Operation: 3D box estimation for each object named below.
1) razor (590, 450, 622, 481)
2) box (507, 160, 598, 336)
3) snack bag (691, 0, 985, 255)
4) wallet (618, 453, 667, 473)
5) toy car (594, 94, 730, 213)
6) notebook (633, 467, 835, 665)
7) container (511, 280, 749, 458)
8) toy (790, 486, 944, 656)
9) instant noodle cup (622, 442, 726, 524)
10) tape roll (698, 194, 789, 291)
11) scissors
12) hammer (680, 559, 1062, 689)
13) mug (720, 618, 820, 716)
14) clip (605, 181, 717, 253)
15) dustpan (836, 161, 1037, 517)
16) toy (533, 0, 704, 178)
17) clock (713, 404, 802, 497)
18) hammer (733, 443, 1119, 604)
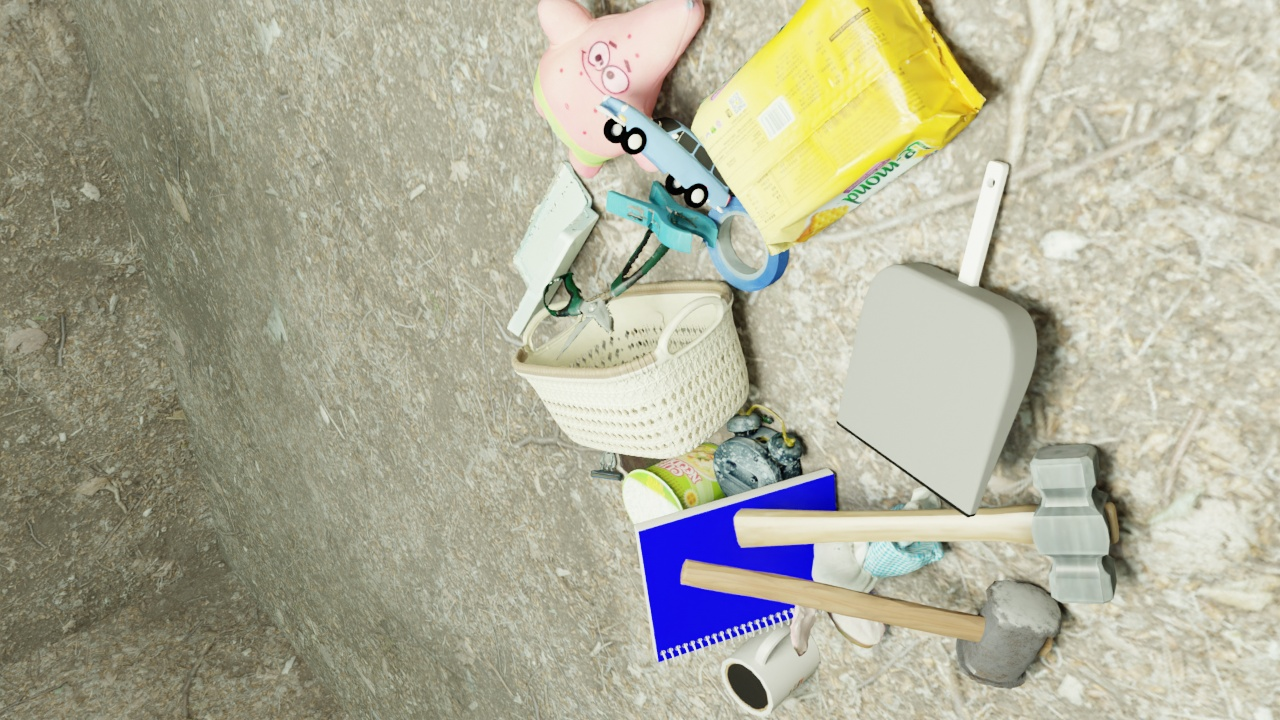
[{"bbox_3d":[-0.040,0.093,1.180,0.042,0.022,0.144,8,120,5],"label":"razor"},{"bbox_3d":[-0.115,-0.128,1.092,0.198,0.075,0.125,-52,52,49],"label":"box"},{"bbox_3d":[0.144,-0.202,0.745,0.248,0.068,0.159,-36,83,52],"label":"snack bag"},{"bbox_3d":[0.009,0.112,1.122,0.120,0.031,0.099,30,133,49],"label":"wallet"},{"bbox_3d":[0.025,-0.193,0.840,0.153,0.055,0.056,34,-172,-34],"label":"toy car"},{"bbox_3d":[0.105,0.214,0.940,0.022,0.209,0.172,-131,30,-63],"label":"notebook"},{"bbox_3d":[-0.006,0.006,0.963,0.247,0.184,0.143,4,125,51],"label":"container"},{"bbox_3d":[0.213,0.187,0.889,0.105,0.130,0.206,59,135,39],"label":"toy"},{"bbox_3d":[0.051,0.145,1.031,0.099,0.107,0.099,28,131,37],"label":"instant noodle cup"},{"bbox_3d":[0.102,-0.114,0.888,0.093,0.016,0.092,45,139,22],"label":"tape roll"},{"bbox_3d":[-0.030,-0.086,0.952,0.015,0.204,0.201,48,-179,-30],"label":"scissors"},{"bbox_3d":[0.199,0.218,0.816,0.328,0.052,0.098,11,128,2],"label":"hammer"},{"bbox_3d":[0.151,0.340,1.049,0.073,0.089,0.105,35,135,31],"label":"mug"},{"bbox_3d":[0.013,-0.138,0.899,0.127,0.113,0.028,32,134,33],"label":"clip"},{"bbox_3d":[0.243,-0.029,0.729,0.163,0.033,0.258,41,131,52],"label":"dustpan"},{"bbox_3d":[-0.025,-0.272,0.882,0.237,0.096,0.192,-29,102,46],"label":"toy"},{"bbox_3d":[0.125,0.104,0.967,0.090,0.052,0.130,32,134,34],"label":"clock"},{"bbox_3d":[0.230,0.143,0.791,0.324,0.051,0.117,-8,98,33],"label":"hammer"}]
